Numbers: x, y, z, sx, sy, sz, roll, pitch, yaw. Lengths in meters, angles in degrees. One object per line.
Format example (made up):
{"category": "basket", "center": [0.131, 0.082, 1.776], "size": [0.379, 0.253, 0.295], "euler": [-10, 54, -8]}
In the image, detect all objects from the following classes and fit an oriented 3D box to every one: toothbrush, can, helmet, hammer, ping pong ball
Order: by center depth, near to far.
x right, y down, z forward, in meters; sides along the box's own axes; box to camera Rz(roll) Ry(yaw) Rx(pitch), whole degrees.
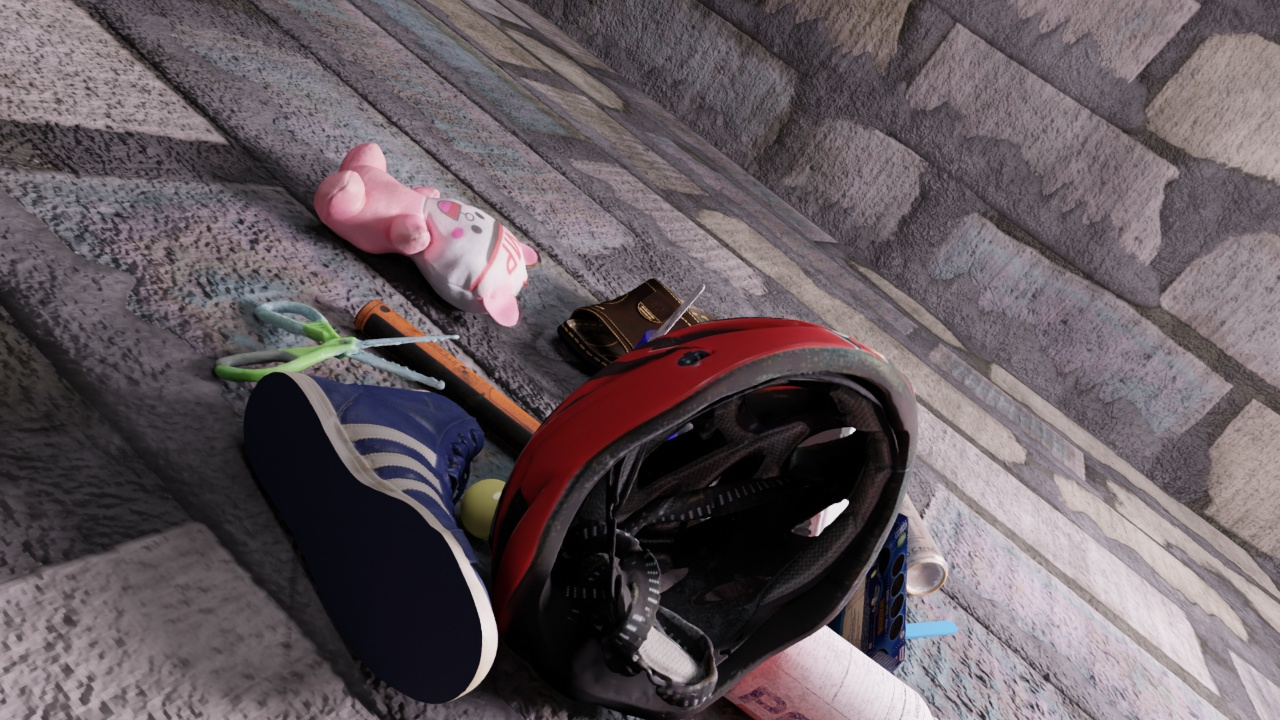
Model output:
{"category": "helmet", "center": [0.035, 0.082, 0.541], "size": [0.217, 0.272, 0.167], "euler": [56, -2, -34]}
{"category": "ping pong ball", "center": [-0.099, 0.098, 0.606], "size": [0.040, 0.040, 0.040], "euler": [30, 21, -13]}
{"category": "can", "center": [0.126, 0.228, 0.617], "size": [0.136, 0.078, 0.078], "euler": [36, 21, 2]}
{"category": "hammer", "center": [-0.099, 0.059, 0.706], "size": [0.314, 0.035, 0.137], "euler": [37, 21, 6]}
{"category": "toothbrush", "center": [-0.004, 0.004, 0.755], "size": [0.010, 0.182, 0.010], "euler": [51, 23, 24]}
{"category": "toothbrush", "center": [0.263, 0.252, 0.865], "size": [0.166, 0.014, 0.016], "euler": [14, 30, -46]}
{"category": "can", "center": [0.277, 0.186, 0.973], "size": [0.054, 0.054, 0.135], "euler": [28, 22, -18]}

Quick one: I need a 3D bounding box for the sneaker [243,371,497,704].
{"category": "sneaker", "center": [-0.122, 0.092, 0.531], "size": [0.233, 0.091, 0.118], "euler": [38, 17, 32]}

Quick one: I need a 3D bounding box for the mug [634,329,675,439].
{"category": "mug", "center": [0.005, 0.026, 0.861], "size": [0.111, 0.084, 0.079], "euler": [11, 32, -48]}

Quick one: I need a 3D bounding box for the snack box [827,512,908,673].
{"category": "snack box", "center": [0.175, 0.192, 0.716], "size": [0.027, 0.082, 0.149], "euler": [26, 38, 0]}

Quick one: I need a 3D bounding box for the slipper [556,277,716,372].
{"category": "slipper", "center": [0.018, -0.036, 1.004], "size": [0.113, 0.076, 0.267], "euler": [45, 31, 25]}

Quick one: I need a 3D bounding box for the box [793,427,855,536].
{"category": "box", "center": [0.124, 0.125, 0.704], "size": [0.106, 0.216, 0.124], "euler": [-4, 50, 1]}

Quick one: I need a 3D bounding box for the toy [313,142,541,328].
{"category": "toy", "center": [-0.195, -0.116, 0.863], "size": [0.213, 0.084, 0.141], "euler": [27, 24, -16]}

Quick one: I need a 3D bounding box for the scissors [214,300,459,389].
{"category": "scissors", "center": [-0.210, -0.013, 0.643], "size": [0.171, 0.023, 0.168], "euler": [-7, 25, -37]}
